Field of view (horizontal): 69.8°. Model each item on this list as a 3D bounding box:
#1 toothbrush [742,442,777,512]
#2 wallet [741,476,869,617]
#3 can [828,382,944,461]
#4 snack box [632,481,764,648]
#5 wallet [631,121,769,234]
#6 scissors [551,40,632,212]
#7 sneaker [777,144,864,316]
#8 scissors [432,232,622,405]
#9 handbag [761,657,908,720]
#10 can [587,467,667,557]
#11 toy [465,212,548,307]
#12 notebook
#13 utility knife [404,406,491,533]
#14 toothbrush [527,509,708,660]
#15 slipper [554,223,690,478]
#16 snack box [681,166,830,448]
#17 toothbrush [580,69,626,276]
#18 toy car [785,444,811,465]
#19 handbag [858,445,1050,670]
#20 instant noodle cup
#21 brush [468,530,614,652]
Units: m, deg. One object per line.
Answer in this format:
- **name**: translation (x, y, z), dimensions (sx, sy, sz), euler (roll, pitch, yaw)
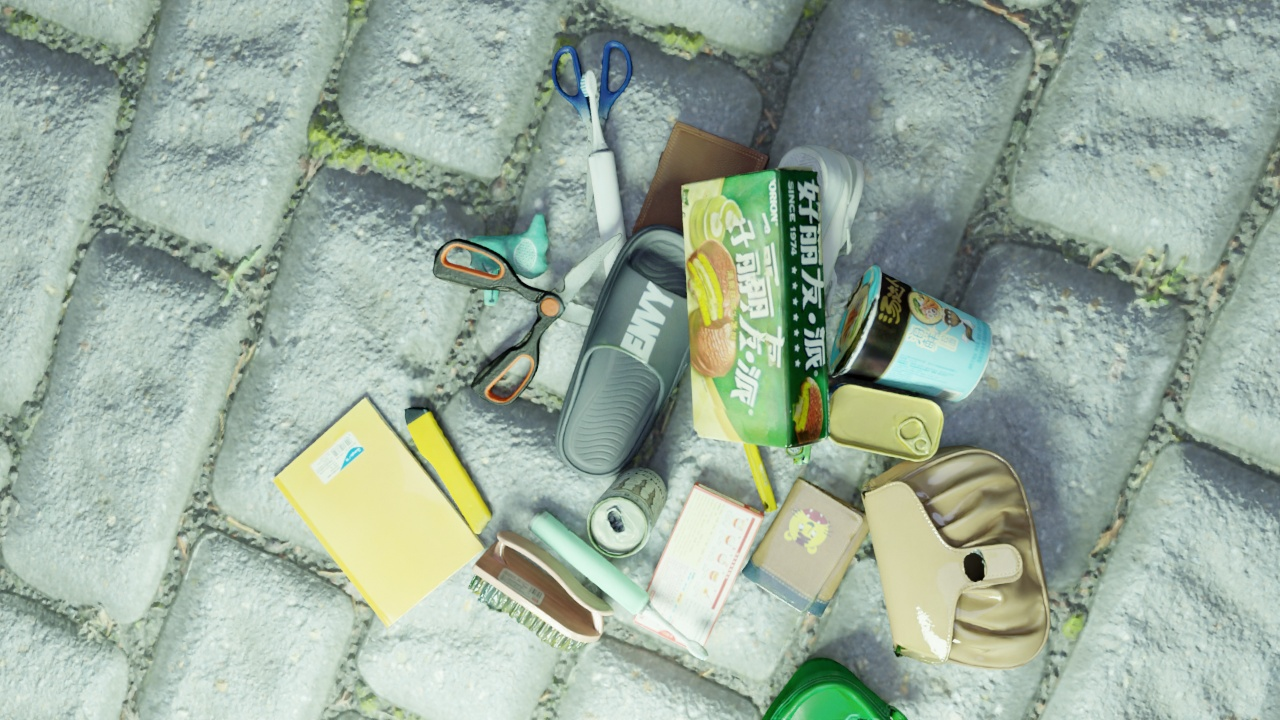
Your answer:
- **toothbrush**: translation (0.098, 0.063, 0.902), dimensions (0.016, 0.016, 0.190), euler (-12, 101, 38)
- **wallet**: translation (0.166, 0.185, 0.906), dimensions (0.090, 0.033, 0.115), euler (30, 94, 6)
- **can**: translation (0.224, 0.054, 0.863), dimensions (0.102, 0.083, 0.057), euler (11, 95, 8)
- **snack box**: translation (0.058, 0.208, 0.925), dimensions (0.077, 0.027, 0.156), euler (25, 96, 7)
- **wallet**: translation (0.058, -0.163, 0.906), dimensions (0.101, 0.032, 0.124), euler (23, 95, 10)
- **scissors**: translation (-0.037, -0.240, 0.925), dimensions (0.140, 0.012, 0.171), euler (-35, 90, 8)
- **sneaker**: translation (0.150, -0.084, 0.877), dimensions (0.089, 0.090, 0.243), euler (35, 119, 39)
- **scissors**: translation (-0.109, -0.053, 0.924), dimensions (0.221, 0.021, 0.235), euler (34, 108, -3)
- **handbag**: translation (0.183, 0.367, 0.893), dimensions (0.120, 0.068, 0.131), euler (33, 97, 5)
- **can**: translation (-0.010, 0.141, 0.871), dimensions (0.058, 0.146, 0.058), euler (0, 93, 8)
- **toy**: translation (-0.137, -0.102, 0.939), dimensions (0.092, 0.030, 0.096), euler (2, 100, 13)
- **notebook**: translation (-0.281, 0.163, 0.982), dimensions (0.146, 0.010, 0.206), euler (-40, 87, 9)
- **utility knife**: translation (-0.203, 0.113, 0.965), dimensions (0.033, 0.015, 0.154), euler (-31, 89, 15)
- **toothbrush**: translation (-0.022, 0.224, 0.917), dimensions (0.224, 0.027, 0.026), euler (35, 70, 17)
- **slipper**: translation (-0.005, 0.005, 0.877), dimensions (0.110, 0.083, 0.268), euler (21, 106, -7)
- **snack box**: translation (0.102, -0.046, 0.820), dimensions (0.115, 0.063, 0.240), euler (4, 99, 49)
- **toothbrush**: translation (-0.035, -0.176, 0.912), dimensions (0.026, 0.026, 0.221), euler (-1, 100, 52)
- **toy car**: translation (0.158, 0.057, 0.894), dimensions (0.036, 0.043, 0.091), euler (4, 94, 8)
- **handbag**: translation (0.294, 0.184, 0.851), dimensions (0.148, 0.099, 0.204), euler (-12, 87, 6)
- **instant noodle cup**: translation (0.253, -0.018, 0.851), dimensions (0.120, 0.111, 0.111), euler (19, 95, -1)
- **brush**: translation (-0.099, 0.236, 0.932), dimensions (0.145, 0.063, 0.073), euler (34, 107, 5)
